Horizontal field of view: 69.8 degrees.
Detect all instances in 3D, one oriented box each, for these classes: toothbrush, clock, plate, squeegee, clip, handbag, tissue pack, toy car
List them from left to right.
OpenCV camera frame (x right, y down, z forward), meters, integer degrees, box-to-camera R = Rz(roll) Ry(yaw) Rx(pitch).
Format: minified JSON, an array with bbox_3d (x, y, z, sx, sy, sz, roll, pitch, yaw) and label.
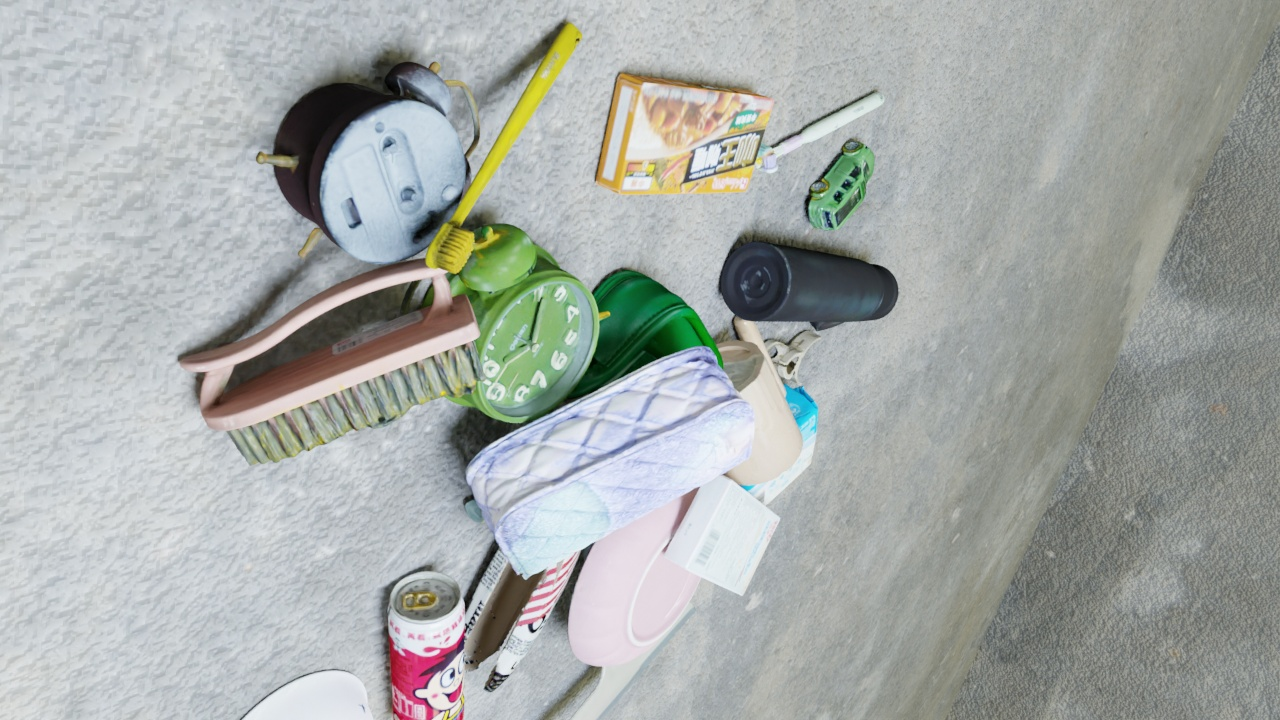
[{"bbox_3d":[-0.127,-0.102,0.466,0.121,0.055,0.082,-39,140,-29],"label":"clock"},{"bbox_3d":[-0.089,-0.022,0.574,0.116,0.056,0.161,-60,146,-2],"label":"clock"},{"bbox_3d":[-0.068,-0.120,0.498,0.016,0.016,0.189,97,13,-58],"label":"toothbrush"},{"bbox_3d":[-0.035,0.226,0.843,0.245,0.039,0.247,-39,140,-37],"label":"squeegee"},{"bbox_3d":[-0.018,0.069,0.637,0.193,0.075,0.134,-25,151,-10],"label":"handbag"},{"bbox_3d":[-0.004,0.004,0.702,0.120,0.068,0.131,-45,146,-7],"label":"handbag"},{"bbox_3d":[0.012,0.189,0.813,0.191,0.039,0.193,-36,138,-41],"label":"plate"},{"bbox_3d":[0.118,0.091,0.919,0.139,0.063,0.090,-36,143,-28],"label":"tissue pack"},{"bbox_3d":[0.149,-0.003,0.918,0.097,0.034,0.060,0,114,-58],"label":"clip"},{"bbox_3d":[0.159,-0.202,0.794,0.189,0.029,0.020,-33,180,-36],"label":"toothbrush"},{"bbox_3d":[0.189,-0.161,0.850,0.091,0.036,0.043,-55,145,-14],"label":"toy car"}]

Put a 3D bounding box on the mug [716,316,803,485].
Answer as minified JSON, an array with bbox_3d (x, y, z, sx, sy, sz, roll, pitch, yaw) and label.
[{"bbox_3d":[0.095,0.032,0.824,0.103,0.084,0.124,62,38,-35],"label":"mug"}]

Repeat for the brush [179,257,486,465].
[{"bbox_3d":[-0.156,0.000,0.474,0.145,0.063,0.073,-21,114,-7],"label":"brush"}]

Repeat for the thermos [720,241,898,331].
[{"bbox_3d":[0.162,-0.060,0.866,0.242,0.068,0.090,0,137,-53],"label":"thermos"}]

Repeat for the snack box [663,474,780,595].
[{"bbox_3d":[0.078,0.158,0.826,0.084,0.027,0.157,-62,150,-8],"label":"snack box"}]

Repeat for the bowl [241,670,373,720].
[{"bbox_3d":[-0.220,0.279,0.621,0.118,0.065,0.118,-31,136,-36],"label":"bowl"}]

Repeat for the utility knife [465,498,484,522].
[{"bbox_3d":[-0.067,0.088,0.726,0.177,0.019,0.031,-27,140,-45],"label":"utility knife"}]

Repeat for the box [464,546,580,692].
[{"bbox_3d":[-0.101,0.176,0.726,0.163,0.077,0.074,-64,173,6],"label":"box"}]

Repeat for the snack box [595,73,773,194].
[{"bbox_3d":[0.034,-0.159,0.657,0.153,0.026,0.075,-12,125,-48],"label":"snack box"}]

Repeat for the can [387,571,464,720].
[{"bbox_3d":[-0.155,0.219,0.669,0.053,0.053,0.133,-24,132,-41],"label":"can"}]
